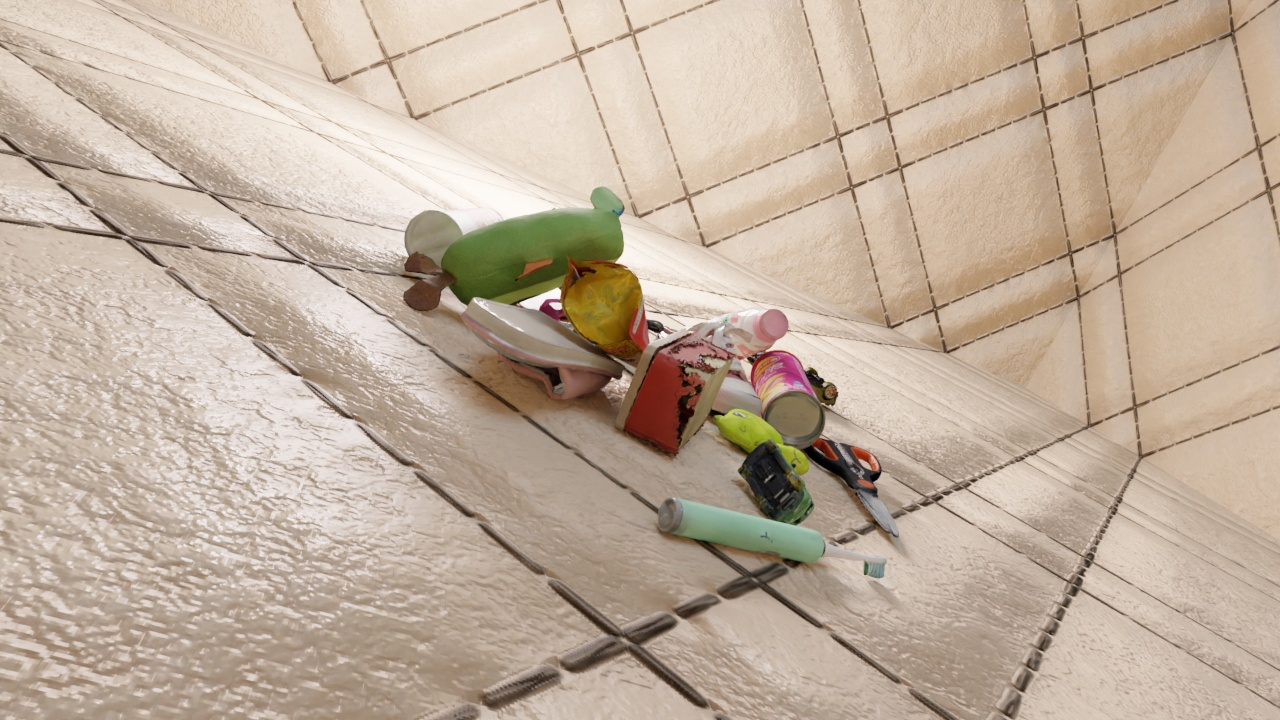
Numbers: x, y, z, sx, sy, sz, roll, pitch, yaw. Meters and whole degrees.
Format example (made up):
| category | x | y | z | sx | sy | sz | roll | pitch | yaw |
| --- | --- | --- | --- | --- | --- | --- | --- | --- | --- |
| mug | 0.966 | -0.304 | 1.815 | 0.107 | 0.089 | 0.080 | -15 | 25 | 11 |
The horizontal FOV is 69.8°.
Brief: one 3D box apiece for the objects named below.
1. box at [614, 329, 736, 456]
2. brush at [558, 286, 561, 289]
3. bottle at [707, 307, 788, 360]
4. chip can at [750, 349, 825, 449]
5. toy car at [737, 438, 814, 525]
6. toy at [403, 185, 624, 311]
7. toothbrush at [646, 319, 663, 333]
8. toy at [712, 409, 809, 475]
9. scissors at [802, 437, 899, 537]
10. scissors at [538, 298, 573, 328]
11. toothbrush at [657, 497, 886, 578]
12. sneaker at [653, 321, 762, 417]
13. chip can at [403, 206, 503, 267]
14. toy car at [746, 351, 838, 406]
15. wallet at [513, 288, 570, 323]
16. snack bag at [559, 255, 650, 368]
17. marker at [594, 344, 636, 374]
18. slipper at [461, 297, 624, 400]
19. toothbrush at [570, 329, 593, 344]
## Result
| category | x | y | z | sx | sy | sz | roll | pitch | yaw |
| --- | --- | --- | --- | --- | --- | --- | --- | --- | --- |
| box | 0.045 | 0.028 | 0.876 | 0.079 | 0.091 | 0.168 | 25 | 13 | 10 |
| brush | -0.058 | -0.083 | 1.197 | 0.069 | 0.063 | 0.145 | 15 | 9 | 11 |
| bottle | 0.138 | -0.036 | 1.209 | 0.068 | 0.068 | 0.197 | 22 | -11 | -12 |
| chip can | 0.174 | 0.043 | 1.108 | 0.071 | 0.071 | 0.210 | 25 | 13 | -2 |
| toy car | 0.119 | 0.107 | 0.804 | 0.036 | 0.043 | 0.091 | 35 | 14 | -33 |
| toy | -0.127 | -0.107 | 0.963 | 0.246 | 0.090 | 0.227 | -16 | 19 | -4 |
| toothbrush | -0.002 | -0.051 | 1.206 | 0.018 | 0.015 | 0.181 | 15 | 3 | -20 |
| toy | 0.124 | 0.083 | 0.941 | 0.096 | 0.031 | 0.100 | 17 | 20 | -32 |
| scissors | 0.217 | 0.130 | 0.969 | 0.137 | 0.022 | 0.234 | 20 | 16 | 13 |
| scissors | -0.102 | -0.040 | 0.974 | 0.125 | 0.017 | 0.133 | -6 | -15 | 4 |
| toothbrush | 0.109 | 0.138 | 0.703 | 0.224 | 0.027 | 0.027 | 18 | -14 | -30 |
| sneaker | 0.081 | -0.004 | 1.080 | 0.118 | 0.088 | 0.241 | 20 | 13 | -24 |
| chip can | -0.226 | -0.156 | 1.153 | 0.071 | 0.071 | 0.214 | 25 | 12 | 0 |
| toy car | 0.218 | 0.025 | 1.326 | 0.158 | 0.042 | 0.070 | 21 | 13 | -23 |
| wallet | -0.141 | -0.079 | 1.055 | 0.118 | 0.035 | 0.130 | -7 | 36 | -43 |
| snack bag | -0.025 | -0.042 | 0.908 | 0.128 | 0.073 | 0.208 | 50 | -1 | 8 |
| marker | -0.006 | 0.006 | 1.036 | 0.131 | 0.018 | 0.022 | 35 | 12 | 38 |
| slipper | -0.088 | -0.006 | 0.838 | 0.114 | 0.054 | 0.274 | 32 | 4 | 13 |
| toothbrush | -0.129 | -0.068 | 1.101 | 0.192 | 0.018 | 0.016 | 32 | 14 | 23 |
